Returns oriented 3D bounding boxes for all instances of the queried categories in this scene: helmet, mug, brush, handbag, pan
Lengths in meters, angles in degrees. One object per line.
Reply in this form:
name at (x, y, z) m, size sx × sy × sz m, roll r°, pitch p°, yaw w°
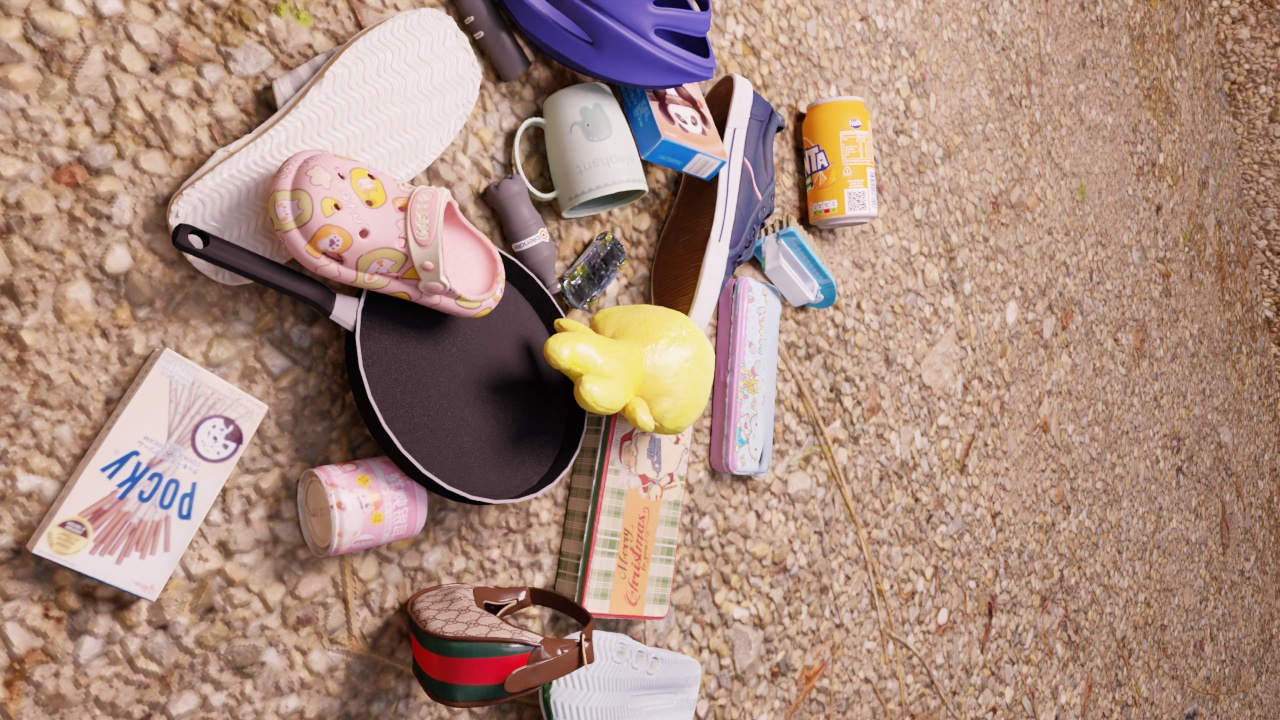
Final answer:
helmet at (-0.022, -0.348, 0.760) m, size 0.241 × 0.228 × 0.147 m, roll 26°, pitch 44°, yaw -1°
mug at (-0.059, -0.187, 0.826) m, size 0.111 × 0.084 × 0.104 m, roll -16°, pitch 90°, yaw -14°
brush at (0.179, -0.095, 1.030) m, size 0.136 × 0.055 × 0.075 m, roll 41°, pitch 42°, yaw -39°
handbag at (-0.104, 0.210, 0.708) m, size 0.138 × 0.167 × 0.063 m, roll -8°, pitch 94°, yaw -25°
pan at (-0.179, -0.016, 0.697) m, size 0.356 × 0.034 × 0.225 m, roll 26°, pitch 53°, yaw -39°

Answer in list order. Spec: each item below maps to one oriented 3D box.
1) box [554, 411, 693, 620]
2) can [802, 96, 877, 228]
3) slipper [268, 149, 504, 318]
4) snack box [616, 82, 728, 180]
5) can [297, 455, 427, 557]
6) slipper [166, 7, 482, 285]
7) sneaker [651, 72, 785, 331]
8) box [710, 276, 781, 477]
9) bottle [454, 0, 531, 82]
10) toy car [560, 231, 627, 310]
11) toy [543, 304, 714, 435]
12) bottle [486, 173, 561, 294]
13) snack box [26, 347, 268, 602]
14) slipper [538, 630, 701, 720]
box at (-0.012, 0.140, 0.873) m, size 0.117 × 0.050 × 0.205 m, roll 17°, pitch 78°, yaw -39°
can at (0.233, -0.230, 1.076) m, size 0.079 × 0.079 × 0.142 m, roll -7°, pitch 93°, yaw -41°
slipper at (-0.163, -0.096, 0.662) m, size 0.197 × 0.082 × 0.093 m, roll 22°, pitch 57°, yaw -45°
snack box at (0.023, -0.248, 0.881) m, size 0.087 × 0.034 × 0.151 m, roll 9°, pitch 53°, yaw -41°
can at (-0.208, 0.107, 0.688) m, size 0.076 × 0.067 × 0.067 m, roll -7°, pitch 93°, yaw -40°
slipper at (-0.231, -0.163, 0.687) m, size 0.272 × 0.054 × 0.114 m, roll -49°, pitch 121°, yaw -21°
sneaker at (0.096, -0.140, 0.939) m, size 0.127 × 0.121 × 0.294 m, roll 25°, pitch 69°, yaw -25°
box at (0.117, 0.018, 0.996) m, size 0.076 × 0.036 × 0.214 m, roll 9°, pitch 83°, yaw -41°
bottle at (-0.137, -0.296, 0.787) m, size 0.030 × 0.030 × 0.113 m, roll -50°, pitch 119°, yaw -31°
toy car at (-0.046, -0.083, 0.862) m, size 0.089 × 0.027 × 0.039 m, roll -53°, pitch 124°, yaw -31°
toy at (-0.005, 0.005, 0.797) m, size 0.207 × 0.092 × 0.134 m, roll -12°, pitch 62°, yaw -53°
bottle at (-0.099, -0.109, 0.810) m, size 0.036 × 0.036 × 0.110 m, roll -38°, pitch 113°, yaw -35°
snack box at (-0.325, 0.075, 0.614) m, size 0.082 × 0.026 × 0.149 m, roll 38°, pitch 64°, yaw -34°
slipper at (-0.021, 0.304, 0.847) m, size 0.245 × 0.074 × 0.104 m, roll 32°, pitch 69°, yaw -53°
